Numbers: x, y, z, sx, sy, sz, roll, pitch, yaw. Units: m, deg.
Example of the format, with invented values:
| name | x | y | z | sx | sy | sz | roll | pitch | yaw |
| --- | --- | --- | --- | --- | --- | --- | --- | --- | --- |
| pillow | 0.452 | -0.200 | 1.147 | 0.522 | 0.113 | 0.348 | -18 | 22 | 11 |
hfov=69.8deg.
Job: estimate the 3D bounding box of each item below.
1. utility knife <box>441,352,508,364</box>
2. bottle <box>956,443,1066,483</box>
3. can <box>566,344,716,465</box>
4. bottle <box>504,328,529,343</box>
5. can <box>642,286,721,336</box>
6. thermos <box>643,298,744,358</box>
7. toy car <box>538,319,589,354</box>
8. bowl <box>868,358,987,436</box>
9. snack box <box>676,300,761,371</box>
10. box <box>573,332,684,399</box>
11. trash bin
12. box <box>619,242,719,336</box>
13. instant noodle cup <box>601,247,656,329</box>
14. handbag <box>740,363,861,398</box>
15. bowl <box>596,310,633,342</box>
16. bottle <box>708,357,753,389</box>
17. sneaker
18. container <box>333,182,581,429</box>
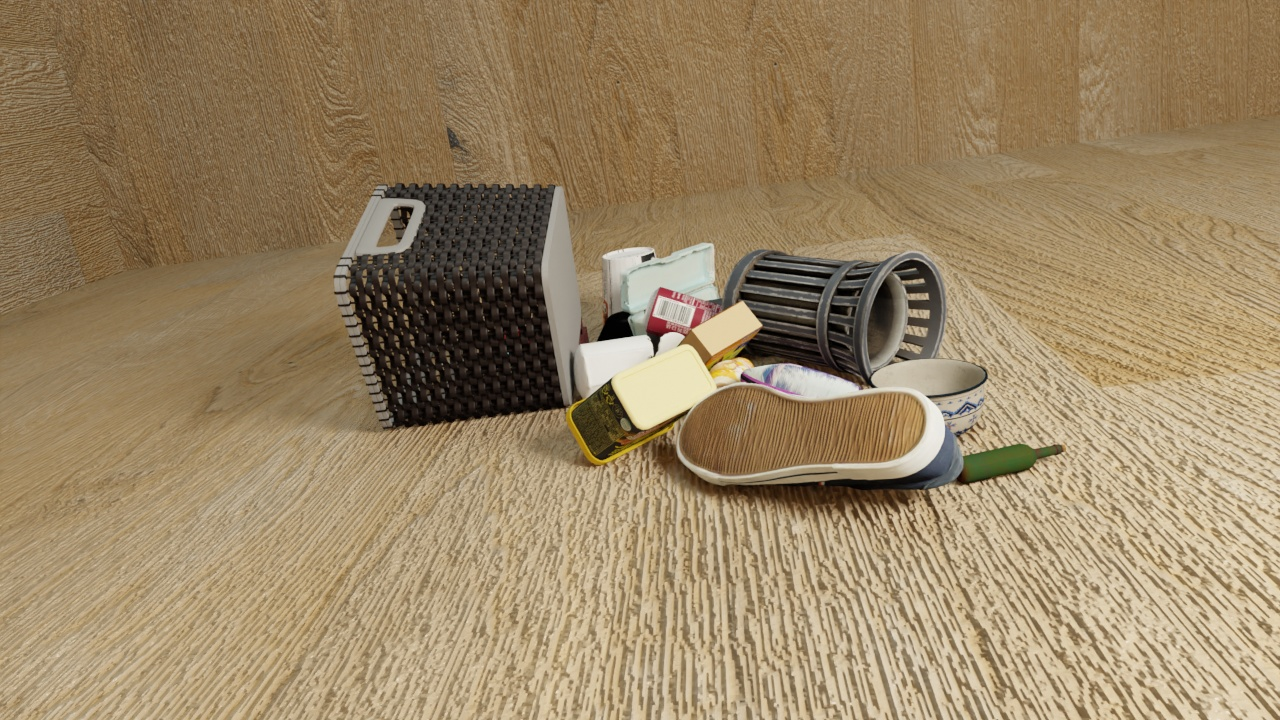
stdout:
| name | x | y | z | sx | sy | sz | roll | pitch | yaw |
| --- | --- | --- | --- | --- | --- | --- | --- | --- | --- |
| utility knife | -0.248 | -0.001 | 1.439 | 0.169 | 0.015 | 0.022 | -8 | 18 | 13 |
| bottle | 0.336 | 0.090 | 0.833 | 0.106 | 0.025 | 0.025 | -11 | 17 | -7 |
| can | 0.003 | 0.045 | 0.986 | 0.130 | 0.072 | 0.101 | -23 | -11 | -40 |
| bottle | -0.199 | -0.037 | 1.474 | 0.142 | 0.042 | 0.041 | 5 | 22 | 40 |
| can | 0.064 | -0.053 | 1.210 | 0.114 | 0.063 | 0.063 | 18 | 20 | 4 |
| thermos | 0.130 | -0.048 | 1.283 | 0.240 | 0.082 | 0.082 | -8 | 17 | 0 |
| toy car | -0.111 | -0.022 | 1.350 | 0.070 | 0.062 | 0.169 | -8 | 17 | 3 |
| bowl | 0.296 | 0.044 | 0.943 | 0.115 | 0.059 | 0.115 | -8 | 17 | 2 |
| snack box | 0.078 | -0.008 | 1.111 | 0.088 | 0.040 | 0.126 | -30 | -14 | -34 |
| box | -0.004 | 0.007 | 1.183 | 0.161 | 0.081 | 0.092 | -10 | -6 | -10 |
| trash bin | 0.224 | -0.058 | 1.114 | 0.163 | 0.164 | 0.228 | -22 | 23 | -36 |
| box | 0.050 | -0.095 | 1.386 | 0.043 | 0.136 | 0.196 | 3 | 20 | 46 |
| instant noodle cup | -0.012 | -0.117 | 1.508 | 0.123 | 0.122 | 0.123 | -8 | 17 | 2 |
| handbag | 0.178 | 0.034 | 1.022 | 0.144 | 0.068 | 0.170 | 17 | 7 | -2 |
| bowl | -0.017 | -0.046 | 1.399 | 0.124 | 0.052 | 0.124 | -8 | 17 | 2 |
| bottle | 0.108 | 0.029 | 1.082 | 0.063 | 0.063 | 0.108 | -2 | 17 | 19 |
| sneaker | 0.167 | 0.082 | 0.870 | 0.295 | 0.127 | 0.120 | -2 | 60 | 45 |
| container | -0.217 | -0.078 | 1.196 | 0.244 | 0.246 | 0.246 | -3 | 39 | 4 |
